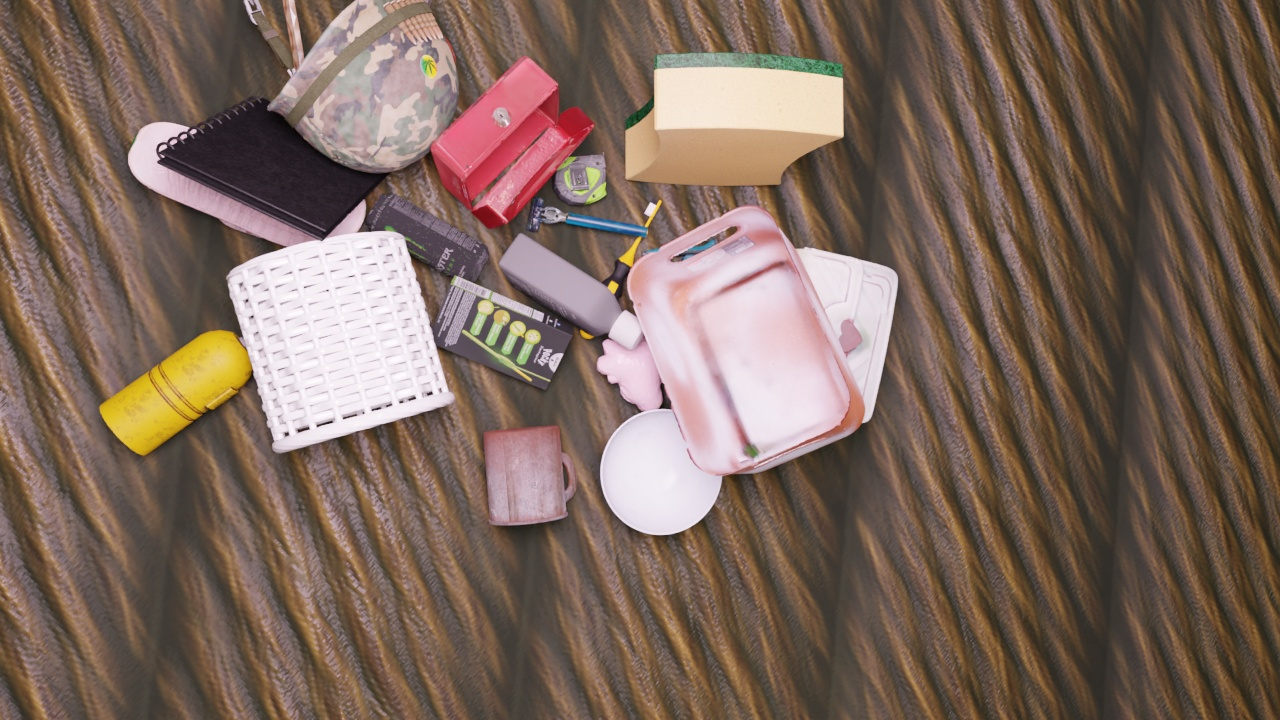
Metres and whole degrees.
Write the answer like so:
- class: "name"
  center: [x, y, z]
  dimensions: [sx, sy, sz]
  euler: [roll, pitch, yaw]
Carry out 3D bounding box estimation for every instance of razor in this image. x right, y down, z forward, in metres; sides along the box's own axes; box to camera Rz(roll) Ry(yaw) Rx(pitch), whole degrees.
- class: "razor"
  center: [-0.062, -0.165, 1.097]
  dimensions: [0.144, 0.022, 0.042]
  euler: [9, 87, -4]

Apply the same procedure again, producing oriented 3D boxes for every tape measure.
- class: "tape measure"
  center: [-0.072, -0.216, 1.097]
  dimensions: [0.065, 0.036, 0.058]
  euler: [-9, 91, -13]

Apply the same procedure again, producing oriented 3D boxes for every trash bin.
- class: "trash bin"
  center: [0.124, -0.011, 1.023]
  dimensions: [0.182, 0.157, 0.259]
  euler: [-26, 73, 17]

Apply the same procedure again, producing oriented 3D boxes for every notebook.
- class: "notebook"
  center: [-0.367, -0.206, 0.948]
  dimensions: [0.169, 0.231, 0.019]
  euler: [26, 116, -11]

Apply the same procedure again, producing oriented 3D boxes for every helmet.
- class: "helmet"
  center: [-0.300, -0.322, 0.971]
  dimensions: [0.236, 0.193, 0.223]
  euler: [41, 51, -24]

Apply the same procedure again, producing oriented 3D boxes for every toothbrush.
- class: "toothbrush"
  center: [-0.021, -0.112, 1.111]
  dimensions: [0.031, 0.031, 0.196]
  euler: [29, 78, -5]

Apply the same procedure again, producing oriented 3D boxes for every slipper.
- class: "slipper"
  center: [-0.427, -0.186, 1.006]
  dimensions: [0.239, 0.064, 0.094]
  euler: [18, 88, -25]

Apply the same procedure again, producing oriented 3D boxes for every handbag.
- class: "handbag"
  center: [0.225, -0.029, 1.127]
  dimensions: [0.142, 0.096, 0.198]
  euler: [12, 88, -11]

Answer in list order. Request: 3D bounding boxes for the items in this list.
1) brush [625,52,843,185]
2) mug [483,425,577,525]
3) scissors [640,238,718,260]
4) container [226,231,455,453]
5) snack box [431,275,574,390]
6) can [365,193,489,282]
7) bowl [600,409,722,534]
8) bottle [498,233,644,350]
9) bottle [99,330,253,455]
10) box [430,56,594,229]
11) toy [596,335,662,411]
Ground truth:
- class: "brush"
  center: [0.094, -0.261, 1.026]
  dimensions: [0.195, 0.250, 0.075]
  euler: [0, 88, -9]
- class: "mug"
  center: [-0.121, 0.129, 1.058]
  dimensions: [0.122, 0.096, 0.110]
  euler: [-3, 93, -49]
- class: "scissors"
  center: [0.069, -0.125, 1.135]
  dimensions: [0.150, 0.019, 0.130]
  euler: [34, 82, -8]
- class: "container"
  center: [-0.312, -0.018, 0.961]
  dimensions: [0.189, 0.189, 0.187]
  euler: [-16, 91, -13]
- class: "snack box"
  center: [-0.161, -0.031, 1.058]
  dimensions: [0.147, 0.025, 0.080]
  euler: [23, 117, -11]
- class: "can"
  center: [-0.241, -0.138, 1.049]
  dimensions: [0.137, 0.054, 0.054]
  euler: [29, 82, -10]
- class: "bowl"
  center: [0.017, 0.129, 1.087]
  dimensions: [0.144, 0.074, 0.144]
  euler: [0, 88, -12]
- class: "bottle"
  center: [-0.073, -0.071, 1.044]
  dimensions: [0.174, 0.084, 0.046]
  euler: [32, 81, 8]
- class: "bottle"
  center: [-0.482, 0.025, 0.984]
  dimensions: [0.163, 0.071, 0.071]
  euler: [-38, 96, -11]
- class: "box"
  center: [-0.151, -0.242, 1.035]
  dimensions: [0.117, 0.136, 0.157]
  euler: [42, 79, -12]
- class: "toy"
  center: [-0.007, 0.006, 1.095]
  dimensions: [0.095, 0.053, 0.099]
  euler: [19, 86, -19]
